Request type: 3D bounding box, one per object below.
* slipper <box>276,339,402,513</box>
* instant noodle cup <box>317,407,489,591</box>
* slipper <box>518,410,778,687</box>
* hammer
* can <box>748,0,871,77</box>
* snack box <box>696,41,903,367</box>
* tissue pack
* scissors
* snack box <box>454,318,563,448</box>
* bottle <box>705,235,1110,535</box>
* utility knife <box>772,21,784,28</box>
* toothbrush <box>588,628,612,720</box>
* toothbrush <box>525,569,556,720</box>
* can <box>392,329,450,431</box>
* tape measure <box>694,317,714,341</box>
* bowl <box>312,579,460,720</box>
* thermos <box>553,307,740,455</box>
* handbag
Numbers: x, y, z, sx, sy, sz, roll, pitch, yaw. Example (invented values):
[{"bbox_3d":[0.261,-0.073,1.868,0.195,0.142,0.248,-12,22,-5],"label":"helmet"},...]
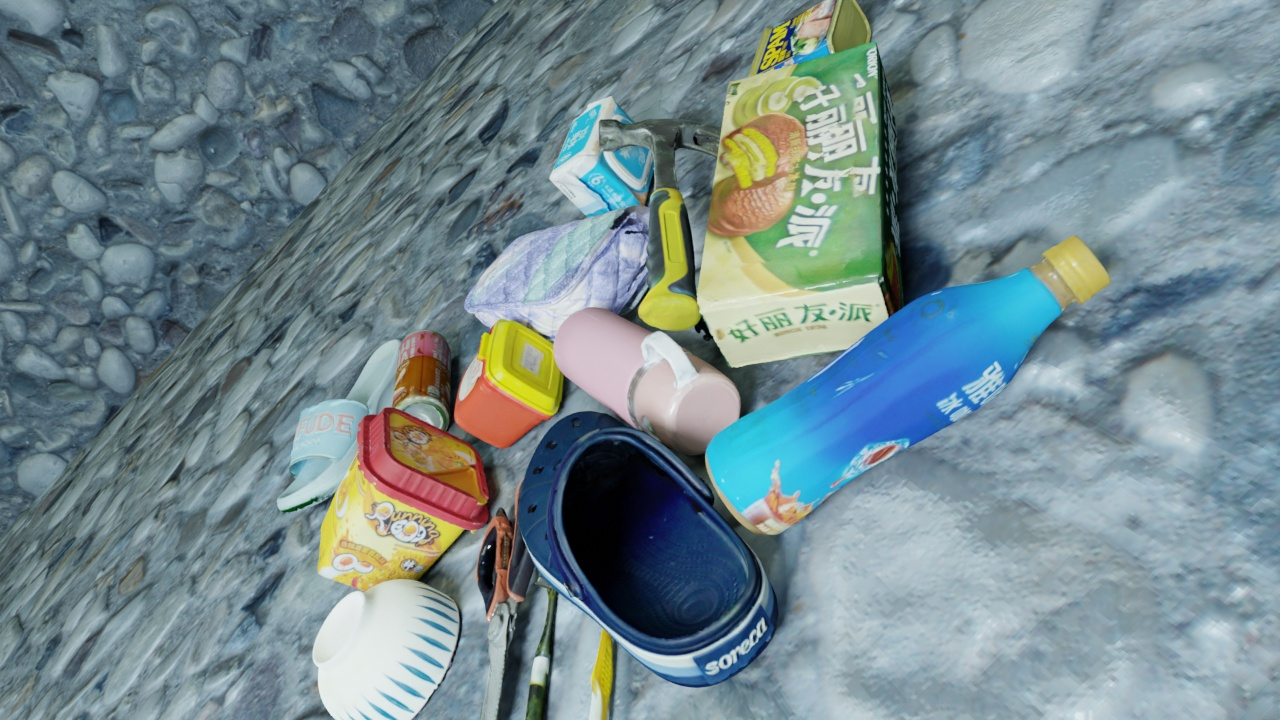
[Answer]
[{"bbox_3d":[-0.341,0.065,1.053,0.104,0.074,0.244,-17,40,42],"label":"slipper"},{"bbox_3d":[-0.203,0.123,0.765,0.124,0.116,0.116,-54,27,13],"label":"instant noodle cup"},{"bbox_3d":[-0.017,0.093,0.541,0.105,0.095,0.253,-32,29,-12],"label":"slipper"},{"bbox_3d":[0.025,-0.128,0.757,0.126,0.032,0.322,-2,37,0],"label":"hammer"},{"bbox_3d":[0.152,-0.271,0.816,0.083,0.057,0.101,-17,41,40],"label":"can"},{"bbox_3d":[0.111,-0.110,0.619,0.115,0.063,0.239,-9,48,24],"label":"snack box"},{"bbox_3d":[-0.032,-0.201,0.944,0.063,0.090,0.139,-26,35,35],"label":"tissue pack"},{"bbox_3d":[-0.100,0.176,0.635,0.197,0.015,0.205,4,69,65],"label":"scissors"},{"bbox_3d":[-0.118,0.022,0.799,0.080,0.082,0.091,-44,26,28],"label":"snack box"},{"bbox_3d":[0.135,0.012,0.477,0.219,0.065,0.065,-37,30,20],"label":"bottle"},{"bbox_3d":[0.134,-0.287,0.911,0.031,0.021,0.197,-20,34,31],"label":"utility knife"},{"bbox_3d":[-0.026,0.191,0.528,0.018,0.016,0.191,-42,27,32],"label":"toothbrush"},{"bbox_3d":[-0.066,0.199,0.569,0.012,0.017,0.185,-45,25,31],"label":"toothbrush"},{"bbox_3d":[-0.229,0.024,0.965,0.058,0.058,0.147,-40,30,13],"label":"can"},{"bbox_3d":[0.077,-0.046,0.663,0.066,0.033,0.065,-5,50,50],"label":"tape measure"},{"bbox_3d":[-0.198,0.212,0.681,0.117,0.066,0.116,-34,31,24],"label":"bowl"},{"bbox_3d":[-0.004,0.004,0.656,0.067,0.087,0.199,-33,25,-13],"label":"thermos"},{"bbox_3d":[-0.072,-0.077,0.862,0.194,0.075,0.134,0,49,52],"label":"handbag"}]
